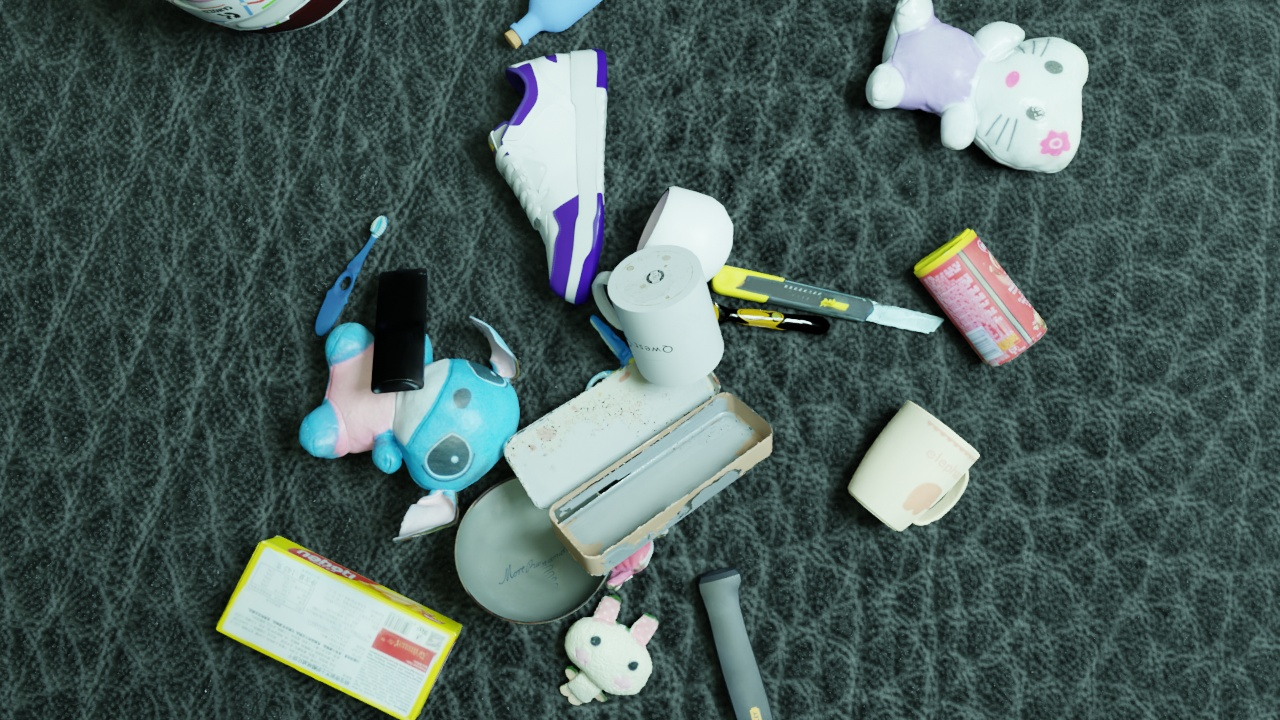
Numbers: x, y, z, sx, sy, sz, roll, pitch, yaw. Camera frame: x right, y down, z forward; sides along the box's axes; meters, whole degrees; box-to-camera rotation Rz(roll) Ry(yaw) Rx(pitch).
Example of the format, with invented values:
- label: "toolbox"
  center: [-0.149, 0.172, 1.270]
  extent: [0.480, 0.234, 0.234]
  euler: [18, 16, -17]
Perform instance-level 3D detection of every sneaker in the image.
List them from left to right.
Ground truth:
- label: "sneaker"
  center: [-0.089, -0.176, 0.864]
  extent: [0.111, 0.092, 0.244]
  euler: [2, 83, -1]

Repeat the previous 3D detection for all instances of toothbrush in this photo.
- label: "toothbrush"
  center: [-0.279, -0.082, 0.884]
  extent: [0.021, 0.016, 0.132]
  euler: [28, 85, 0]

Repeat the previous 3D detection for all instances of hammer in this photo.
- label: "hammer"
  center: [0.117, 0.349, 0.866]
  extent: [0.139, 0.035, 0.312]
  euler: [-14, 87, -2]

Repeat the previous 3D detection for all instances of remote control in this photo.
- label: "remote control"
  center: [-0.216, -0.031, 0.825]
  extent: [0.045, 0.021, 0.140]
  euler: [-6, 51, -4]

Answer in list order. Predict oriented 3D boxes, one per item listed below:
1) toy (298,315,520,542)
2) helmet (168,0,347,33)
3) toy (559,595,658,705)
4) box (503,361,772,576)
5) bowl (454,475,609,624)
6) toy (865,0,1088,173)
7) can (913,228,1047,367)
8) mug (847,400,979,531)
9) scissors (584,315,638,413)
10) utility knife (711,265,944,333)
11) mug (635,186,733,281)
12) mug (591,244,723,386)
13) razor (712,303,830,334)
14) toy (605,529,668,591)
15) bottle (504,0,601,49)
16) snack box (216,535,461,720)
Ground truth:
- label: "toy"
  center: [-0.210, 0.057, 0.834]
  extent: [0.191, 0.099, 0.223]
  euler: [13, 66, 5]
- label: "helmet"
  center: [-0.336, -0.408, 0.791]
  extent: [0.314, 0.235, 0.231]
  euler: [37, 109, 14]
- label: "toy"
  center: [-0.032, 0.277, 0.859]
  extent: [0.087, 0.050, 0.112]
  euler: [36, 80, 0]
- label: "box"
  center: [0.000, 0.080, 0.838]
  extent: [0.216, 0.071, 0.156]
  euler: [-33, 79, -21]
- label: "bowl"
  center: [-0.092, 0.179, 0.841]
  extent: [0.151, 0.057, 0.150]
  euler: [-2, 50, 3]
- label: "toy"
  center: [0.327, -0.262, 0.888]
  extent: [0.209, 0.085, 0.137]
  euler: [21, 88, 1]
- label: "can"
  center: [0.326, -0.059, 0.883]
  extent: [0.066, 0.067, 0.124]
  euler: [-37, 89, -4]
- label: "mug"
  center: [0.262, 0.110, 0.869]
  extent: [0.111, 0.085, 0.104]
  euler: [37, 96, -29]
- label: "scissors"
  center: [-0.011, 0.007, 0.893]
  extent: [0.130, 0.014, 0.125]
  euler: [-41, 90, -8]
- label: "utility knife"
  center: [0.184, -0.058, 0.902]
  extent: [0.233, 0.020, 0.028]
  euler: [11, 88, -3]
- label: "mug"
  center: [0.037, -0.099, 0.866]
  extent: [0.076, 0.090, 0.124]
  euler: [25, 104, -11]
- label: "mug"
  center: [0.009, -0.044, 0.826]
  extent: [0.120, 0.096, 0.082]
  euler: [17, 56, 32]
- label: "razor"
  center: [0.115, -0.040, 0.894]
  extent: [0.144, 0.021, 0.044]
  euler: [6, 64, -7]
- label: "toy"
  center: [-0.004, 0.172, 0.864]
  extent: [0.050, 0.065, 0.102]
  euler: [40, 81, -32]
- label: "bottle"
  center: [-0.077, -0.350, 0.893]
  extent: [0.131, 0.048, 0.048]
  euler: [-40, 89, -4]
- label: "snack box"
  center: [-0.277, 0.248, 0.850]
  extent: [0.200, 0.042, 0.092]
  euler: [26, 86, -1]
